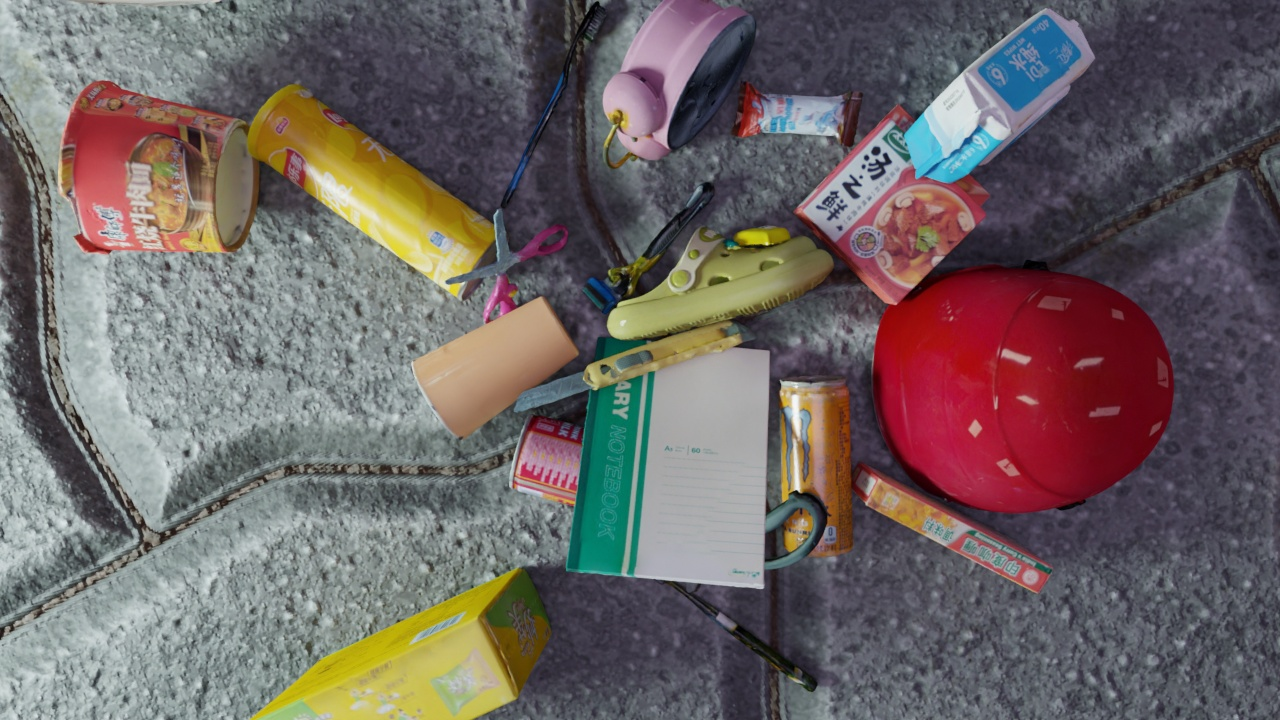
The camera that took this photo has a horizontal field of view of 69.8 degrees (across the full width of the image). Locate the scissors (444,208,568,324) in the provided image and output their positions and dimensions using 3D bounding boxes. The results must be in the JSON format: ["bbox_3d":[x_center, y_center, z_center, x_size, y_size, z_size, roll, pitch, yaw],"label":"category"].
[{"bbox_3d":[-0.105,-0.079,0.747,0.135,0.134,0.017,-37,65,-25],"label":"scissors"}]

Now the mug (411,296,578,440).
[{"bbox_3d":[-0.117,0.003,0.765,0.123,0.078,0.078,-31,93,-1],"label":"mug"}]

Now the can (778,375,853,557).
[{"bbox_3d":[0.146,0.087,0.767,0.058,0.058,0.146,-2,94,2],"label":"can"}]

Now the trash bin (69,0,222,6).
[{"bbox_3d":[-0.384,-0.376,0.688,0.227,0.227,0.192,-4,107,2],"label":"trash bin"}]

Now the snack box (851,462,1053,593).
[{"bbox_3d":[0.252,0.135,0.757,0.156,0.077,0.027,27,94,0],"label":"snack box"}]

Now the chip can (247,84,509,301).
[{"bbox_3d":[-0.215,-0.137,0.758,0.213,0.072,0.072,36,95,-2],"label":"chip can"}]

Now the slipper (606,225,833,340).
[{"bbox_3d":[0.059,-0.070,0.745,0.190,0.091,0.081,-17,91,6],"label":"slipper"}]

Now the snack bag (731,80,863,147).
[{"bbox_3d":[0.130,-0.204,0.761,0.104,0.026,0.048,8,107,2],"label":"snack bag"}]

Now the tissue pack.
[{"bbox_3d":[0.274,-0.198,0.703,0.139,0.090,0.063,-39,85,-22],"label":"tissue pack"}]

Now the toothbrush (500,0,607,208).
[{"bbox_3d":[-0.074,-0.214,0.775,0.016,0.014,0.189,24,96,-24],"label":"toothbrush"}]

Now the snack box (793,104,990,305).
[{"bbox_3d":[0.211,-0.130,0.754,0.113,0.044,0.127,44,94,-1],"label":"snack box"}]

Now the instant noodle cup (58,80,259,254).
[{"bbox_3d":[-0.377,-0.148,0.738,0.108,0.138,0.138,7,95,-7],"label":"instant noodle cup"}]

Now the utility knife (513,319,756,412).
[{"bbox_3d":[-0.005,0.004,0.764,0.213,0.022,0.031,-21,54,-7],"label":"utility knife"}]

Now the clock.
[{"bbox_3d":[0.023,-0.216,0.722,0.060,0.117,0.158,36,92,9],"label":"clock"}]

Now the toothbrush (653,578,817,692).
[{"bbox_3d":[0.078,0.233,0.801,0.186,0.017,0.012,36,92,-1],"label":"toothbrush"}]

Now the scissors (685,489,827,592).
[{"bbox_3d":[0.076,0.116,0.763,0.179,0.019,0.170,4,93,27],"label":"scissors"}]

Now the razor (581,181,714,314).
[{"bbox_3d":[0.012,-0.097,0.778,0.143,0.022,0.042,-46,48,1],"label":"razor"}]

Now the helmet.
[{"bbox_3d":[0.312,0.023,0.716,0.240,0.144,0.207,-7,92,2],"label":"helmet"}]

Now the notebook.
[{"bbox_3d":[0.027,0.075,0.734,0.150,0.012,0.208,4,58,3],"label":"notebook"}]

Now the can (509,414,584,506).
[{"bbox_3d":[-0.056,0.088,0.770,0.094,0.066,0.066,15,95,1],"label":"can"}]

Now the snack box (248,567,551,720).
[{"bbox_3d":[-0.187,0.256,0.743,0.210,0.157,0.070,-26,89,4],"label":"snack box"}]
